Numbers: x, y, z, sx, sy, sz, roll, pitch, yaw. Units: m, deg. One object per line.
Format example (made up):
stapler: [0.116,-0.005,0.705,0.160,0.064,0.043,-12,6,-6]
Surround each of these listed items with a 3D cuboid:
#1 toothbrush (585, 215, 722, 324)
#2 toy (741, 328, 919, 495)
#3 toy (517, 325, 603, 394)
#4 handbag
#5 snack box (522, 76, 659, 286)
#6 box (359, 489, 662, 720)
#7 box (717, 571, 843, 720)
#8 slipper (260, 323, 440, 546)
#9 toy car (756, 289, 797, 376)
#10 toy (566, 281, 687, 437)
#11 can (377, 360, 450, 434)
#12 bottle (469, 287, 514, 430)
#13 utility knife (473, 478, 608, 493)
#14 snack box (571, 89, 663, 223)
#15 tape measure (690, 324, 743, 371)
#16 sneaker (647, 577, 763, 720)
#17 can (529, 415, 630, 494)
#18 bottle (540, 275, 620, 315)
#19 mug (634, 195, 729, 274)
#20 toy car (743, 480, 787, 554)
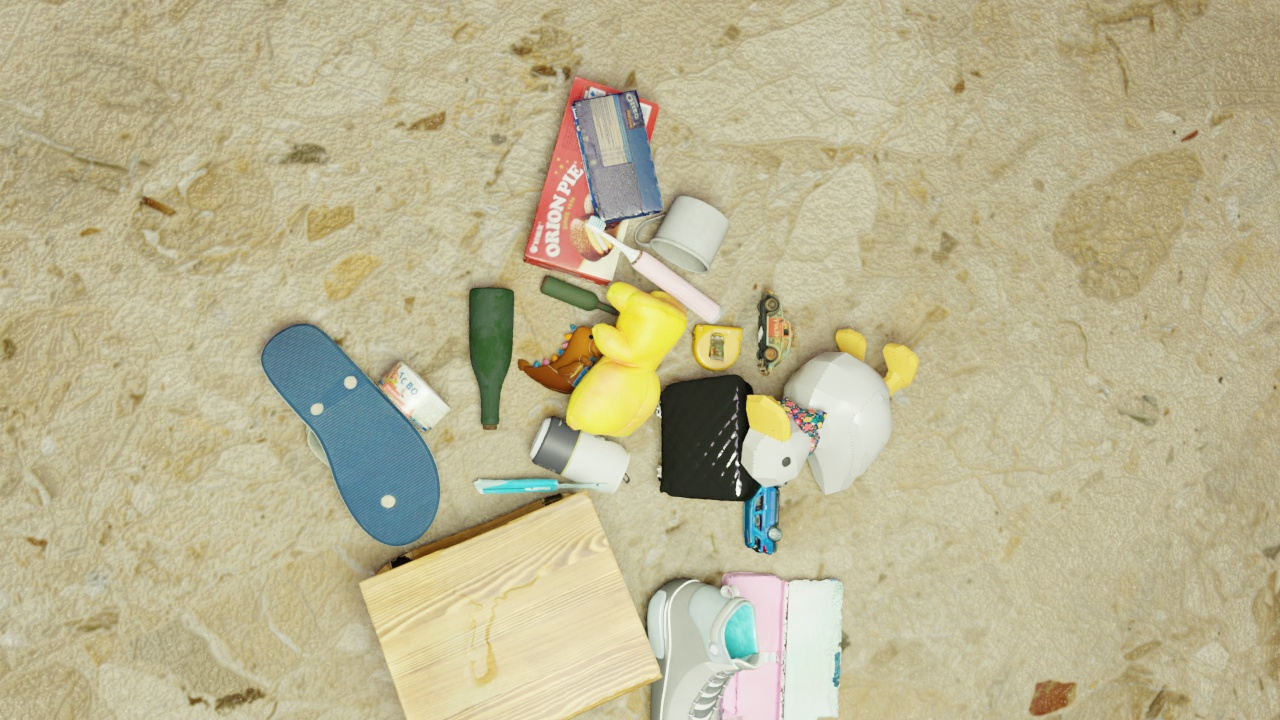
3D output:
toothbrush: [0.018,-0.111,1.136,0.222,0.027,0.026,34,77,-30]
toy: [0.226,0.077,1.132,0.266,0.141,0.247,-44,134,-25]
toy: [-0.099,-0.006,1.154,0.103,0.071,0.090,17,72,14]
handbag: [0.085,0.101,1.157,0.125,0.114,0.153,-3,82,17]
snack box: [-0.063,-0.221,1.151,0.113,0.060,0.236,16,86,-10]
box: [-0.155,0.307,1.083,0.279,0.176,0.247,-21,81,-9]
box: [0.180,0.391,1.184,0.159,0.035,0.230,3,87,-10]
slipper: [-0.341,0.085,1.101,0.118,0.060,0.295,-36,91,-12]
toy car: [0.177,-0.035,1.191,0.047,0.047,0.112,1,89,-9]
toy: [-0.007,0.007,1.116,0.087,0.134,0.194,26,94,34]
can: [-0.271,0.044,1.098,0.043,0.086,0.086,-45,95,-8]
bottle: [-0.184,-0.001,1.129,0.055,0.055,0.174,1,89,-9]
utility knife: [-0.121,0.152,1.125,0.169,0.015,0.022,-3,130,11]
snack box: [-0.028,-0.246,1.113,0.082,0.027,0.150,-12,92,-12]
tape measure: [0.097,-0.016,1.186,0.068,0.030,0.059,5,85,-8]
sneaker: [0.087,0.396,1.101,0.093,0.161,0.256,0,85,-35]
can: [-0.070,0.120,1.137,0.127,0.064,0.064,25,84,-8]
bottle: [-0.075,-0.079,1.163,0.106,0.025,0.025,21,85,-8]
mug: [0.051,-0.163,1.164,0.113,0.084,0.070,23,81,24]
toy car: [0.157,0.188,1.177,0.043,0.056,0.120,4,89,-8]
